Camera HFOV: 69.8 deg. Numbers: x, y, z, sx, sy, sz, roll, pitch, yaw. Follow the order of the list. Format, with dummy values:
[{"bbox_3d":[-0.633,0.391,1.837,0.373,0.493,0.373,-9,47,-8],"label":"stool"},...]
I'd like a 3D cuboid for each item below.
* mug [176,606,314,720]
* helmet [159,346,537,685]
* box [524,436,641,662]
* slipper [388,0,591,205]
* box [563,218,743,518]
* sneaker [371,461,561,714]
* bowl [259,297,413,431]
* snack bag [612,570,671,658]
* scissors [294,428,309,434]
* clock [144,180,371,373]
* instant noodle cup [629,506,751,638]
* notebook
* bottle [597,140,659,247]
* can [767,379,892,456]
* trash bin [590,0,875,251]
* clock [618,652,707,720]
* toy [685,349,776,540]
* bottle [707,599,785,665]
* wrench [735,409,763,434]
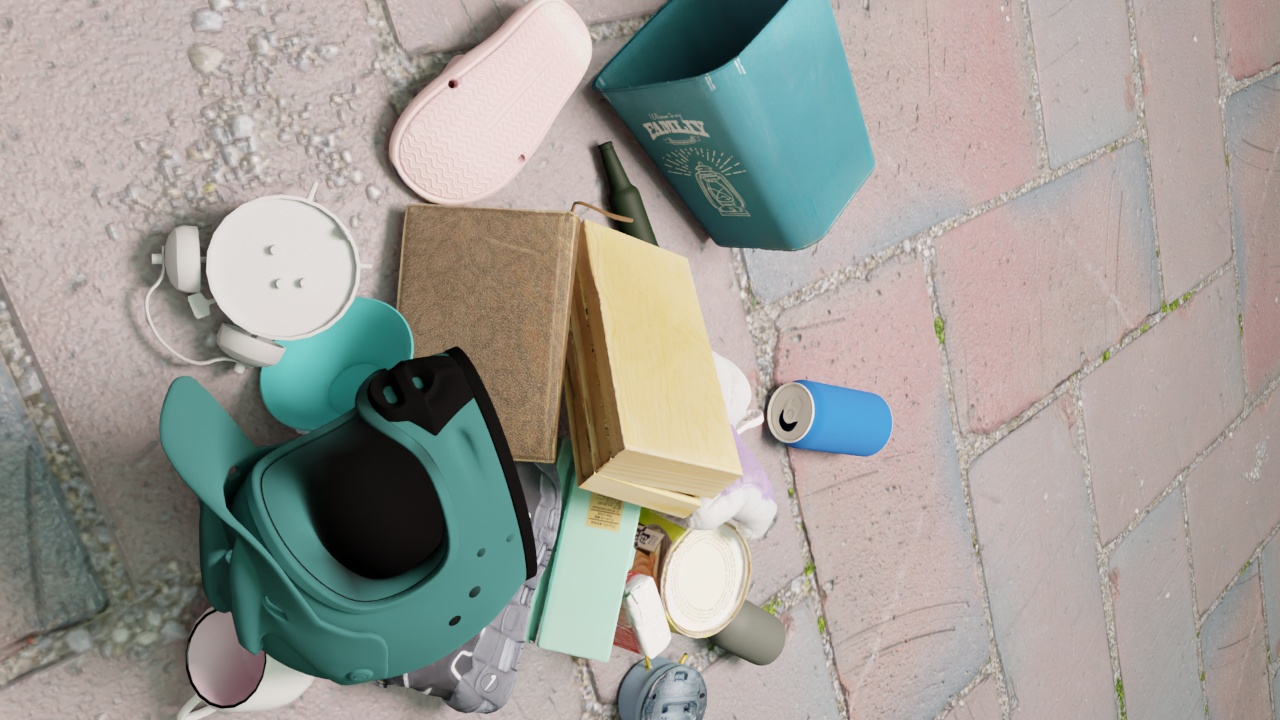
[{"bbox_3d":[-0.296,0.229,0.691,0.124,0.090,0.076,-46,162,7],"label":"mug"},{"bbox_3d":[-0.190,0.106,0.608,0.200,0.176,0.275,-23,144,-19],"label":"helmet"},{"bbox_3d":[-0.058,0.167,0.843,0.078,0.113,0.187,44,56,-81],"label":"box"},{"bbox_3d":[-0.125,-0.226,0.801,0.221,0.056,0.107,-50,122,-13],"label":"slipper"},{"bbox_3d":[-0.006,0.006,0.817,0.128,0.092,0.248,13,47,-31],"label":"box"},{"bbox_3d":[-0.166,0.172,0.777,0.150,0.097,0.252,14,90,-35],"label":"sneaker"},{"bbox_3d":[-0.231,0.012,0.723,0.121,0.121,0.046,-53,156,-22],"label":"bowl"},{"bbox_3d":[-0.028,0.233,0.872,0.036,0.116,0.077,-31,111,-39],"label":"snack bag"},{"bbox_3d":[-0.221,0.065,0.777,0.126,0.014,0.127,-29,104,-30],"label":"scissors"},{"bbox_3d":[-0.283,-0.059,0.680,0.159,0.061,0.120,-37,114,-18],"label":"clock"},{"bbox_3d":[0.040,0.212,0.932,0.146,0.098,0.146,-3,95,-37],"label":"instant noodle cup"},{"bbox_3d":[-0.111,-0.025,0.761,0.190,0.034,0.215,4,84,5],"label":"notebook"},{"bbox_3d":[-0.014,-0.155,0.906,0.033,0.033,0.123,-32,111,-32],"label":"bottle"},{"bbox_3d":[0.224,0.069,1.076,0.146,0.079,0.079,10,87,-38],"label":"can"},{"bbox_3d":[0.108,-0.240,0.905,0.198,0.197,0.219,-51,127,-22],"label":"trash bin"},{"bbox_3d":[0.020,0.369,0.958,0.088,0.052,0.124,12,87,-39],"label":"clock"},{"bbox_3d":[0.069,0.069,0.908,0.137,0.086,0.209,20,44,-44],"label":"toy"},{"bbox_3d":[0.109,0.295,1.016,0.108,0.060,0.060,36,72,-34],"label":"bottle"},{"bbox_3d":[0.038,0.116,0.959,0.272,0.047,0.009,-31,116,-35],"label":"wrench"}]
